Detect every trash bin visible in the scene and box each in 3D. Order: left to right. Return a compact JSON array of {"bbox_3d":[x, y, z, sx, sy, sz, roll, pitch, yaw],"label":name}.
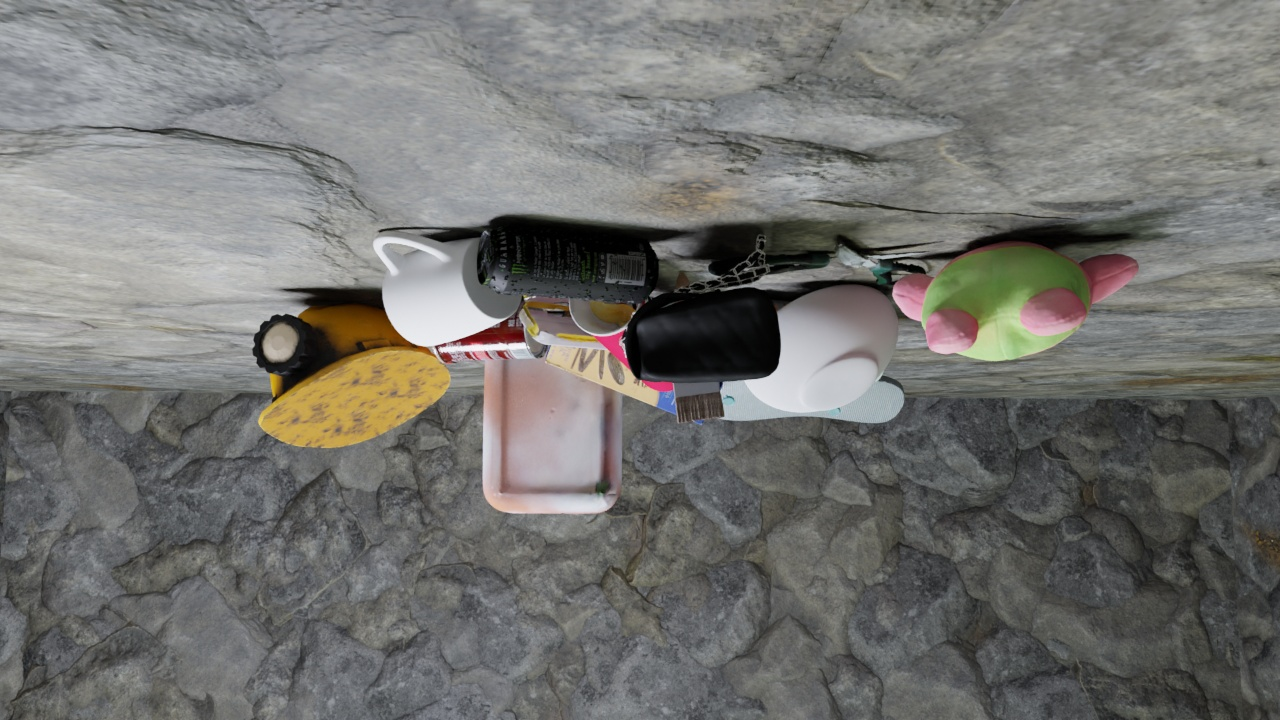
[{"bbox_3d":[-0.112,0.073,1.195,0.181,0.259,0.157,1,173,-4],"label":"trash bin"}]

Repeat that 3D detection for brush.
[{"bbox_3d":[0.047,-0.014,0.875,0.045,0.143,0.008,-9,175,7],"label":"brush"}]

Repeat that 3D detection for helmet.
[{"bbox_3d":[-0.356,0.000,1.097,0.205,0.131,0.255,-32,163,7],"label":"helmet"}]

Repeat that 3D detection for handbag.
[{"bbox_3d":[0.047,-0.038,0.758,0.125,0.115,0.153,-7,-173,6],"label":"handbag"}]

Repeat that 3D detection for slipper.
[{"bbox_3d":[0.193,0.027,1.151,0.269,0.054,0.098,3,132,4],"label":"slipper"}]

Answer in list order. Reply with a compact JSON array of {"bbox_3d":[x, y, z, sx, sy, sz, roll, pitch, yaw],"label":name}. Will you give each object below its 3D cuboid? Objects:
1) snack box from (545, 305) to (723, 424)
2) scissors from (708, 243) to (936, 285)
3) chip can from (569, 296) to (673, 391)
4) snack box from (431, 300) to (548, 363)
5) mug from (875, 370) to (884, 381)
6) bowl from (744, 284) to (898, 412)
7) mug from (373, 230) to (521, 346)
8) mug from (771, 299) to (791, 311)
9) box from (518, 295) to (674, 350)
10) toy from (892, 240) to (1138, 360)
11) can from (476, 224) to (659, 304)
[{"bbox_3d":[-0.006,0.006,1.091,0.206,0.056,0.057,22,-153,-5],"label":"snack box"},{"bbox_3d":[0.170,-0.082,0.827,0.204,0.015,0.201,-1,174,27],"label":"scissors"},{"bbox_3d":[-0.001,-0.027,0.929,0.069,0.069,0.220,-1,164,16],"label":"chip can"},{"bbox_3d":[-0.173,-0.034,1.059,0.121,0.072,0.072,-2,174,18],"label":"snack box"},{"bbox_3d":[0.234,-0.029,1.101,0.104,0.084,0.111,9,-157,-2],"label":"mug"},{"bbox_3d":[0.200,0.003,0.977,0.176,0.066,0.177,-13,142,-11],"label":"bowl"},{"bbox_3d":[-0.160,-0.068,0.743,0.088,0.080,0.114,-11,138,36],"label":"mug"},{"bbox_3d":[0.134,-0.030,1.029,0.105,0.082,0.082,5,173,-32],"label":"mug"},{"bbox_3d":[-0.037,-0.048,1.038,0.209,0.070,0.067,5,-167,-38],"label":"box"},{"bbox_3d":[0.311,-0.053,0.772,0.192,0.097,0.236,-6,-174,28],"label":"toy"},{"bbox_3d":[-0.055,-0.074,0.713,0.137,0.054,0.054,3,174,-24],"label":"can"}]
